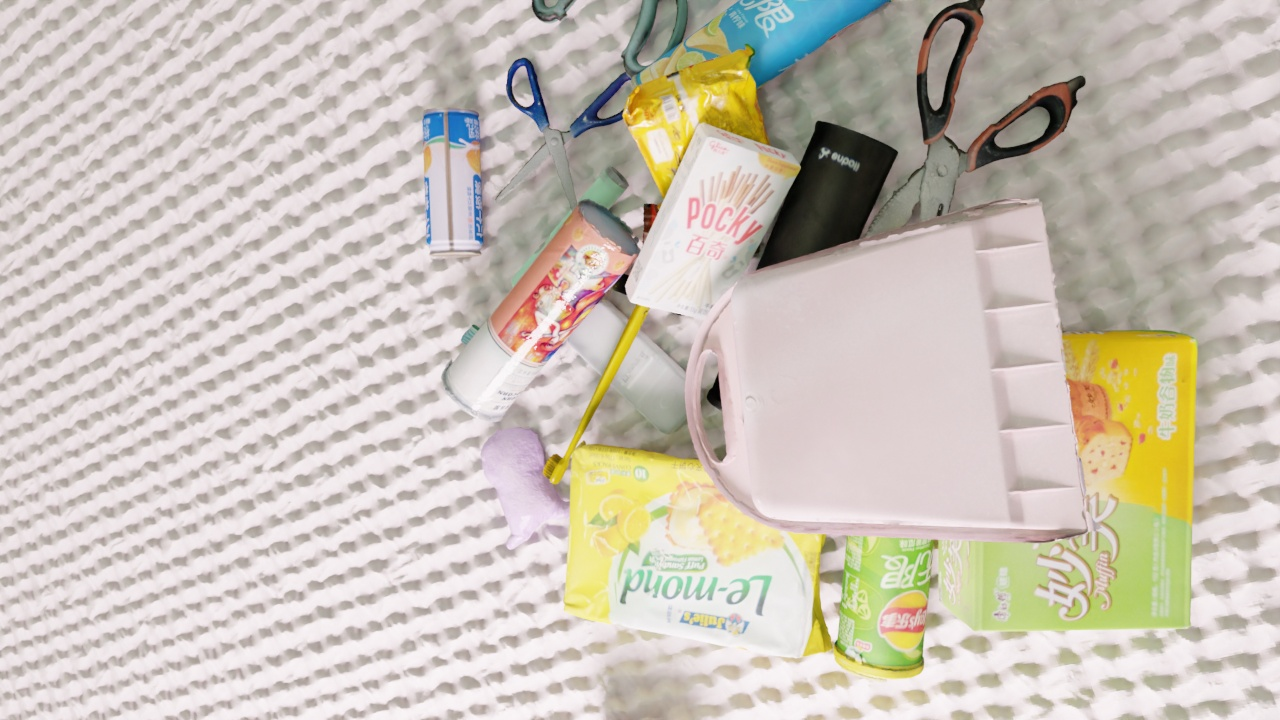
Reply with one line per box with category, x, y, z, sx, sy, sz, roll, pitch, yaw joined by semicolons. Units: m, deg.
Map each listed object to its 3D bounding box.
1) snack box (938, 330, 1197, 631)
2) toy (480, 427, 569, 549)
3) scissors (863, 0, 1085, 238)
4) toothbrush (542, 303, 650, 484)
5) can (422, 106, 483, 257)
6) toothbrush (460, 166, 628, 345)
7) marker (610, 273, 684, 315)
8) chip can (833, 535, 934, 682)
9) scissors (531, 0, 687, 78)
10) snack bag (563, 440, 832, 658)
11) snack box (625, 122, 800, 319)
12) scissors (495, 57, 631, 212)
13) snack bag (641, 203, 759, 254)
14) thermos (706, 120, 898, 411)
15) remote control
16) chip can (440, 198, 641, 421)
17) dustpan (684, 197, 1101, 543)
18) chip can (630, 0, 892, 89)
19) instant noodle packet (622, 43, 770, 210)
snack box;0.303;0.084;0.659;0.157;0.070;0.210;-1;93;-2
toy;-0.109;0.112;0.865;0.084;0.039;0.108;-26;80;3
scissors;0.238;-0.163;0.689;0.226;0.015;0.189;-25;94;-1
toothbrush;-0.041;0.029;0.822;0.016;0.015;0.190;34;106;23
can;-0.176;-0.165;0.864;0.053;0.053;0.134;0;94;21
toothbrush;-0.091;-0.089;0.851;0.027;0.026;0.225;40;108;-11
marker;-0.010;-0.068;0.828;0.124;0.015;0.018;23;106;15
chip can;0.199;0.136;0.729;0.073;0.072;0.221;6;96;21
scissors;-0.027;-0.333;0.811;0.181;0.019;0.170;7;92;22
snack bag;0.047;0.155;0.791;0.247;0.068;0.158;5;95;21
snack box;0.055;-0.107;0.745;0.084;0.026;0.157;12;124;-23
scissors;-0.071;-0.208;0.828;0.162;0.012;0.173;-22;74;13
snack bag;0.052;-0.114;0.793;0.104;0.026;0.048;4;103;21
thermos;0.137;-0.062;0.746;0.090;0.068;0.243;23;103;8
remote control;-0.005;0.005;0.826;0.136;0.020;0.056;43;107;13
chip can;-0.090;-0.042;0.818;0.071;0.071;0.215;47;114;12
dustpan;0.159;0.017;0.667;0.274;0.138;0.222;-4;85;11
chip can;0.097;-0.260;0.741;0.211;0.071;0.071;-31;82;20
instant noodle packet;0.051;-0.180;0.735;0.111;0.128;0.044;-20;48;6
